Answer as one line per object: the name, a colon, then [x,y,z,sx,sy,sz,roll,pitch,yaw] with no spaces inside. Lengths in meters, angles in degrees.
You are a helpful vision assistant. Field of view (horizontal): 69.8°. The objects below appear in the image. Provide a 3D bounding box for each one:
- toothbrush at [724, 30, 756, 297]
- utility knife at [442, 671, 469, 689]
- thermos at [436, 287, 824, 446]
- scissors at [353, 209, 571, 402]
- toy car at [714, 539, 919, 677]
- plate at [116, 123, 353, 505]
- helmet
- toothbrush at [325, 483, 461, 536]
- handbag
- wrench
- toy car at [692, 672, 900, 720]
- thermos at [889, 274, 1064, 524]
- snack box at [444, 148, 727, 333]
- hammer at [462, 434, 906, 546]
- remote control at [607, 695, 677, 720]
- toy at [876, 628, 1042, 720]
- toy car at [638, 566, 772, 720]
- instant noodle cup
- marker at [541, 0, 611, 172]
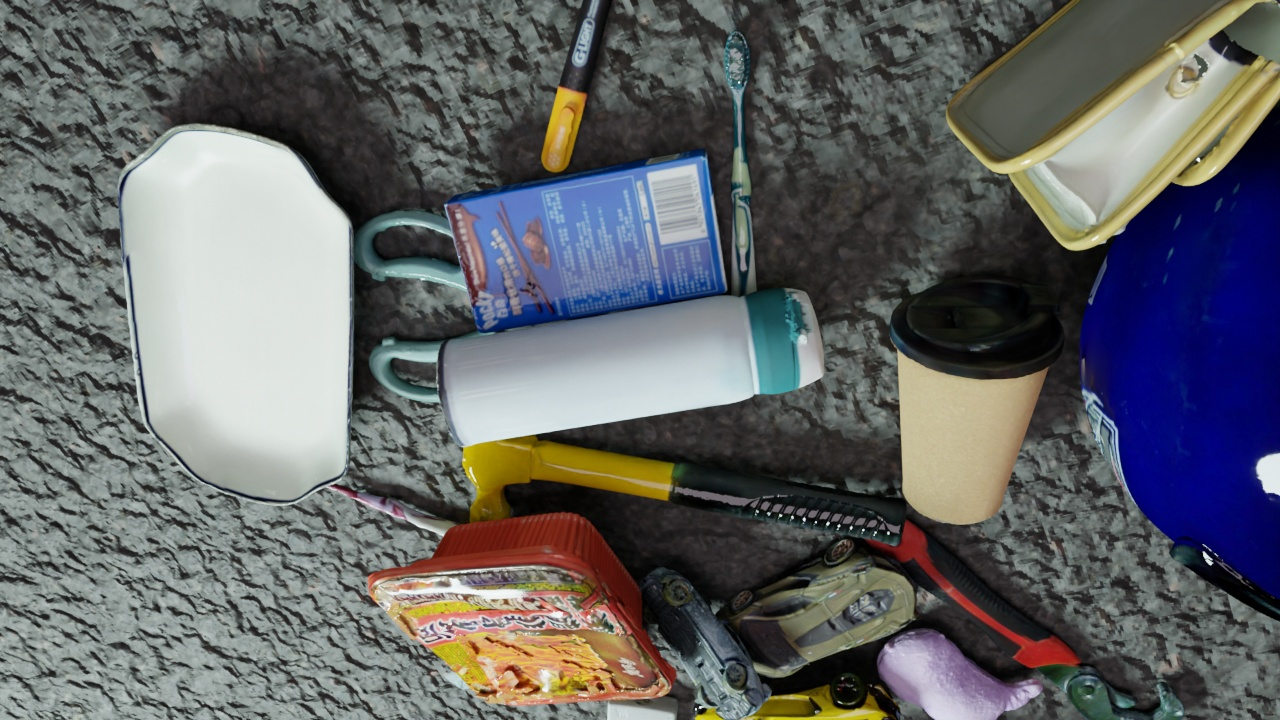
toothbrush: [0.059,-0.094,0.543,0.016,0.018,0.192,0,115,9]
utility knife: [-0.080,0.238,0.727,0.174,0.015,0.033,-17,106,18]
thermos: [-0.003,0.003,0.552,0.224,0.073,0.073,-9,114,6]
scissors: [-0.112,-0.018,0.608,0.177,0.019,0.170,19,116,-3]
toy car: [0.121,0.183,0.652,0.158,0.042,0.070,-34,105,27]
plate: [-0.261,-0.025,0.615,0.162,0.034,0.266,11,115,8]
helmet: [0.349,0.009,0.422,0.315,0.240,0.247,23,94,-36]
toothbrush: [-0.179,0.107,0.681,0.187,0.016,0.017,21,107,0]
handbag: [0.236,-0.140,0.410,0.063,0.163,0.179,42,114,-13]
wrench: [0.266,0.189,0.644,0.273,0.016,0.056,34,116,-7]
toy car: [0.115,0.267,0.681,0.156,0.041,0.071,-11,139,17]
thermos: [0.192,0.024,0.542,0.093,0.092,0.143,0,123,9]
snack box: [-0.031,-0.071,0.554,0.157,0.026,0.084,-9,111,6]
hammer: [0.024,0.082,0.620,0.301,0.032,0.129,9,117,8]
remote control: [0.000,0.328,0.754,0.056,0.019,0.135,5,116,7]
toy: [0.222,0.231,0.659,0.108,0.038,0.084,36,116,-5]
toy car: [0.044,0.201,0.657,0.120,0.036,0.054,51,145,15]
instant noodle cup: [-0.072,0.172,0.637,0.165,0.078,0.189,-10,133,21]
marker: [-0.035,-0.167,0.525,0.018,0.015,0.124,16,115,-5]
